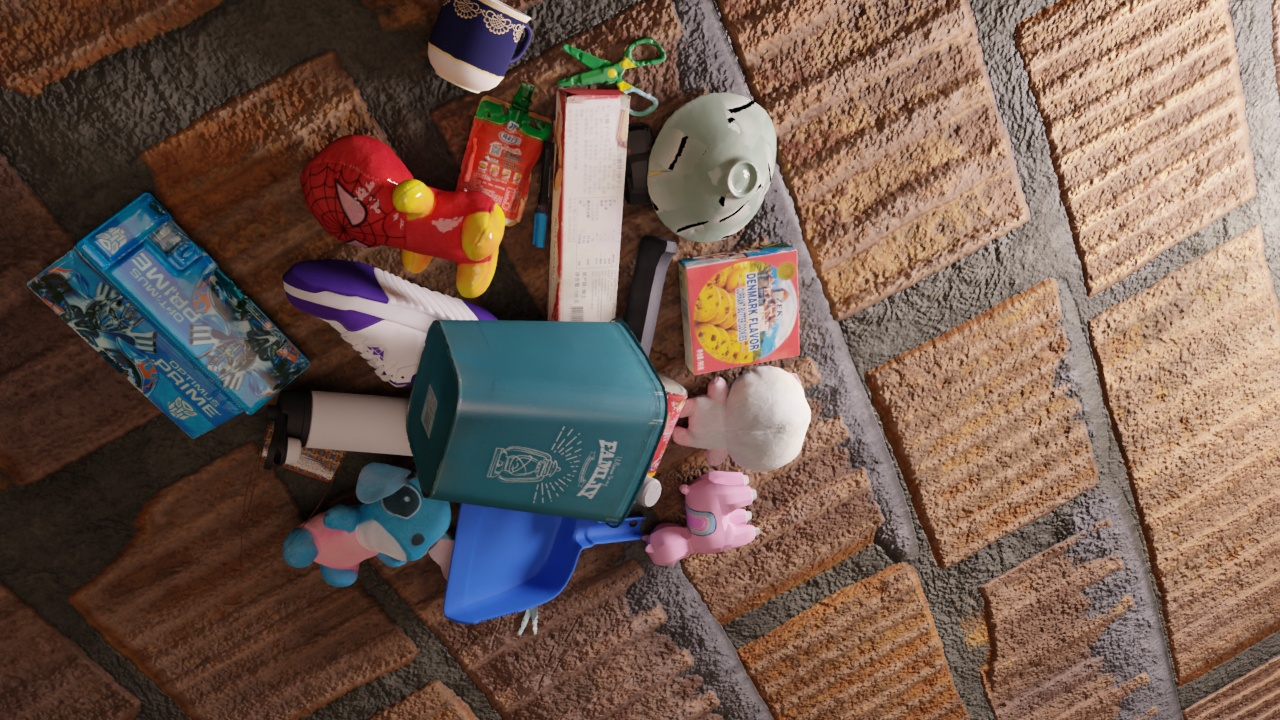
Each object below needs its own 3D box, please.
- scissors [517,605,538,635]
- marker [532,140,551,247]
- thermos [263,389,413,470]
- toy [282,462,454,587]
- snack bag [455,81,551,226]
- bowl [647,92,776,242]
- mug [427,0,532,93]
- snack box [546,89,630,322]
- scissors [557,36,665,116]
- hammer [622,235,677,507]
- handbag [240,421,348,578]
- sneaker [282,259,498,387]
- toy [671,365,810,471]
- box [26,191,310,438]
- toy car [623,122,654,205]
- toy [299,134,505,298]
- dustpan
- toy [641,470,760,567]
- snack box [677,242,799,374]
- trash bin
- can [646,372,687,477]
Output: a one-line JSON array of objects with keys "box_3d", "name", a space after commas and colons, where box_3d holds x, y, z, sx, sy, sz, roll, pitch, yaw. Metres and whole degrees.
[{"box_3d": [-0.135, 0.330, 1.257, 0.083, 0.016, 0.135, -5, 115, -15], "name": "scissors"}, {"box_3d": [-0.110, -0.186, 1.031, 0.015, 0.018, 0.123, 1, 117, -13], "name": "marker"}, {"box_3d": [-0.303, 0.085, 1.042, 0.229, 0.101, 0.069, 7, 136, -27], "name": "thermos"}, {"box_3d": [-0.316, 0.213, 1.117, 0.191, 0.099, 0.224, -25, 138, 0], "name": "toy"}, {"box_3d": [-0.147, -0.228, 1.000, 0.087, 0.044, 0.155, 13, 105, -29], "name": "snack bag"}, {"box_3d": [0.098, -0.212, 1.034, 0.174, 0.068, 0.174, -11, 115, -24], "name": "bowl"}, {"box_3d": [-0.161, -0.322, 0.936, 0.111, 0.086, 0.089, 2, 121, -54], "name": "mug"}, {"box_3d": [-0.062, -0.166, 1.039, 0.076, 0.044, 0.273, -5, 117, -19], "name": "snack box"}, {"box_3d": [-0.032, -0.306, 1.009, 0.131, 0.012, 0.108, -16, 116, -9], "name": "scissors"}, {"box_3d": [-0.006, 0.006, 1.102, 0.035, 0.139, 0.313, -2, 108, -53], "name": "hammer"}, {"box_3d": [-0.403, 0.153, 1.041, 0.093, 0.043, 0.195, 24, 66, -21], "name": "handbag"}, {"box_3d": [-0.283, -0.030, 1.024, 0.244, 0.091, 0.111, 18, 111, -26], "name": "sneaker"}, {"box_3d": [0.129, 0.078, 1.176, 0.179, 0.101, 0.139, -2, 102, 5], "name": "toy"}, {"box_3d": [-0.502, -0.033, 0.978, 0.175, 0.060, 0.243, -35, 116, 2], "name": "box"}, {"box_3d": [-0.001, -0.222, 1.039, 0.042, 0.036, 0.092, -11, 115, -10], "name": "toy car"}, {"box_3d": [-0.245, -0.154, 0.952, 0.216, 0.098, 0.148, 25, 143, -4], "name": "toy"}, {"box_3d": [-0.107, 0.214, 1.181, 0.257, 0.059, 0.246, 2, 106, -39], "name": "dustpan"}, {"box_3d": [0.078, 0.216, 1.235, 0.157, 0.067, 0.123, -12, 114, -5], "name": "toy"}, {"box_3d": [0.123, -0.064, 1.138, 0.145, 0.040, 0.143, -10, 114, -10], "name": "snack box"}, {"box_3d": [-0.122, 0.059, 0.994, 0.218, 0.199, 0.197, 6, 121, -28], "name": "trash bin"}, {"box_3d": [0.008, 0.081, 1.156, 0.066, 0.066, 0.124, 15, 108, -20], "name": "can"}]
